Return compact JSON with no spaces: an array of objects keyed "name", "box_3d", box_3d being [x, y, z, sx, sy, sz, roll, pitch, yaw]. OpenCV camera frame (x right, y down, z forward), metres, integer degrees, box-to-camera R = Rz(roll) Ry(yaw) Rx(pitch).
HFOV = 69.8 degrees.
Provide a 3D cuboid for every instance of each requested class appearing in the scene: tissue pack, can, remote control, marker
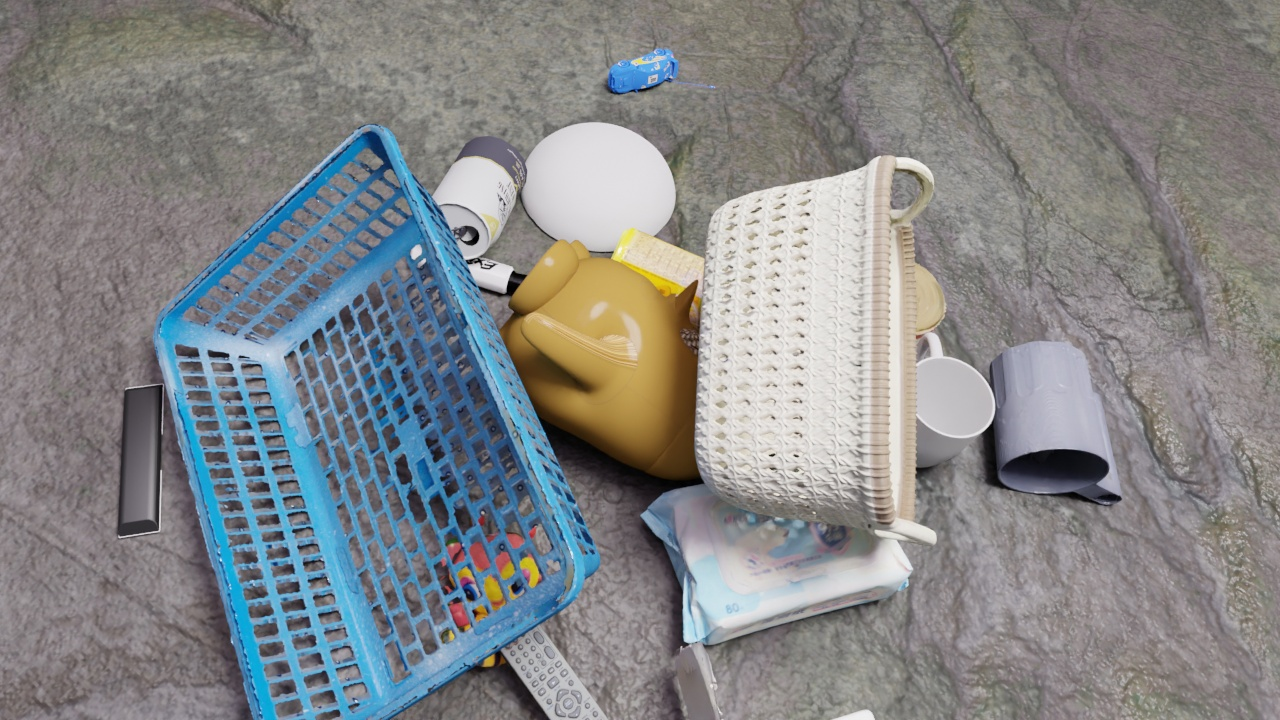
[{"name":"tissue pack","box_3d":[0.101,0.139,0.689,0.181,0.070,0.112,-10,61,-13]},{"name":"can","box_3d":[0.227,-0.049,0.829,0.086,0.043,0.086,4,60,-6]},{"name":"remote control","box_3d":[-0.053,0.231,0.628,0.033,0.013,0.136,-35,87,-25]},{"name":"can","box_3d":[-0.144,-0.140,0.799,0.064,0.064,0.127,14,43,0]},{"name":"marker","box_3d":[-0.138,-0.077,0.804,0.126,0.025,0.025,17,60,2]},{"name":"remote control","box_3d":[-0.377,0.072,0.693,0.028,0.012,0.124,-8,62,-12]},{"name":"can","box_3d":[0.023,-0.066,0.796,0.105,0.068,0.067,24,60,5]}]

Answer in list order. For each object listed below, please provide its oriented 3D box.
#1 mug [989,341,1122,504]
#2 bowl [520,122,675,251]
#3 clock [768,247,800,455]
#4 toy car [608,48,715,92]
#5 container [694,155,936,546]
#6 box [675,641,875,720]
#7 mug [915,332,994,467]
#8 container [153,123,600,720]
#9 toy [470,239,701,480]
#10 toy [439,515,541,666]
[{"name":"mug","box_3d":[0.355,0.055,0.775,0.124,0.084,0.103,22,55,-23]},{"name":"bowl","box_3d":[-0.038,-0.175,0.862,0.149,0.043,0.149,3,60,-6]},{"name":"clock","box_3d":[0.134,-0.007,0.742,0.131,0.086,0.160,-8,73,26]},{"name":"toy car","box_3d":[0.021,-0.284,0.937,0.091,0.033,0.062,-25,60,-20]},{"name":"container","box_3d":[0.124,-0.004,0.617,0.143,0.184,0.246,-2,74,22]},{"name":"box","box_3d":[0.080,0.242,0.609,0.126,0.109,0.136,-12,59,-12]},{"name":"mug","box_3d":[0.234,0.034,0.755,0.071,0.090,0.107,6,60,-5]},{"name":"container","box_3d":[-0.183,0.053,0.629,0.258,0.089,0.362,-35,65,18]},{"name":"toy","box_3d":[-0.004,0.004,0.709,0.203,0.198,0.163,39,99,-1]},{"name":"toy","box_3d":[-0.105,0.166,0.659,0.084,0.046,0.103,18,68,-23]}]
